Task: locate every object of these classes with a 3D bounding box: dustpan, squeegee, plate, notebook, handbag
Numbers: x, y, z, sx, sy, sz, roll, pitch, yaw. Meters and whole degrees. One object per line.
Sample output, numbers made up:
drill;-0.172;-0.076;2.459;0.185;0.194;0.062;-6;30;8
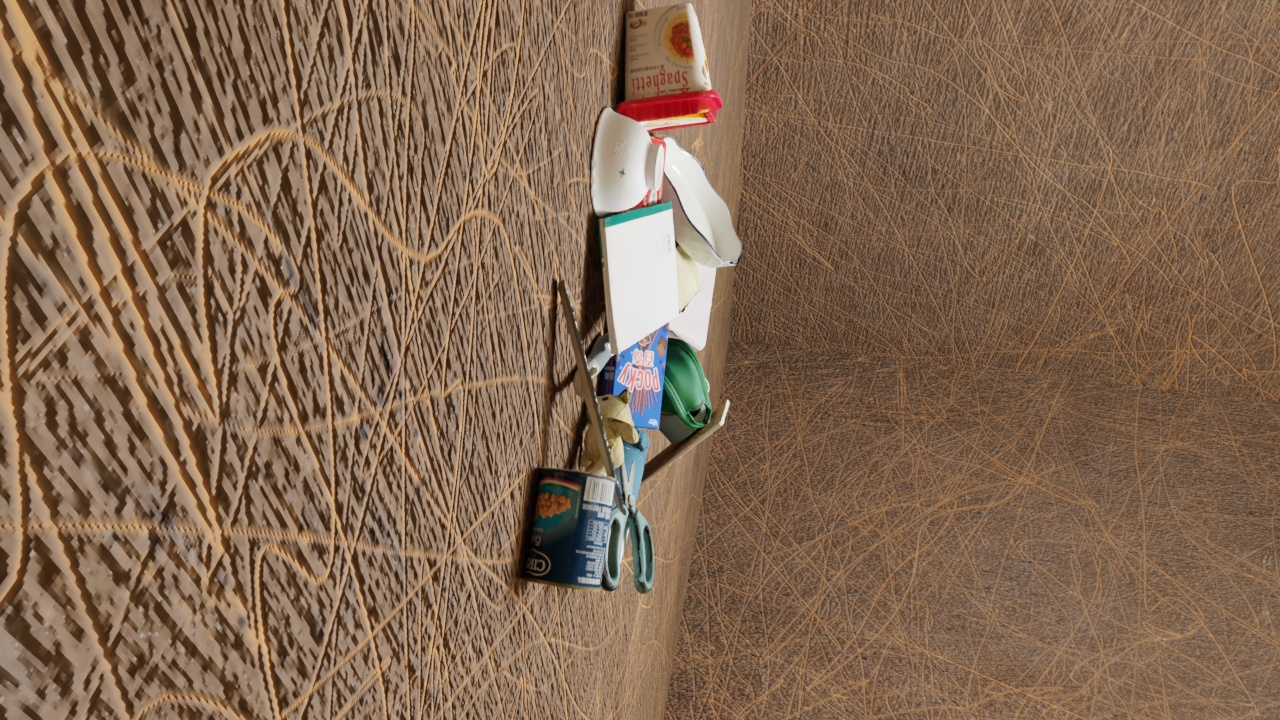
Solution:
dustpan;0.020;-0.111;1.484;0.273;0.139;0.222;41;52;-45
squeegee;-0.051;0.009;1.007;0.246;0.039;0.246;-76;153;-72
plate;0.072;-0.218;1.302;0.205;0.046;0.204;45;28;-33
notebook;0.004;-0.104;1.079;0.208;0.012;0.150;-33;121;-63
notebook;0.048;0.139;1.382;0.208;0.008;0.147;-39;-178;14
handbag;0.044;0.032;1.282;0.120;0.068;0.131;60;-18;-17

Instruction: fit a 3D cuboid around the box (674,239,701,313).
box;0.042;-0.116;1.278;0.168;0.079;0.091;-52;128;-68

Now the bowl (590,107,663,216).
bowl;-0.010;-0.214;1.002;0.118;0.065;0.118;8;89;-82

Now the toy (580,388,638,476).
toy;-0.049;0.101;1.042;0.105;0.066;0.156;-46;-163;44

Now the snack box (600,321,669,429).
snack box;-0.007;0.007;1.164;0.084;0.026;0.157;8;87;-41

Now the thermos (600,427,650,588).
thermos;-0.037;0.172;1.134;0.219;0.070;0.070;-74;167;-45

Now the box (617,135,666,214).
box;-0.005;-0.177;1.138;0.087;0.048;0.201;-29;126;-68

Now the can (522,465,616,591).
can;-0.067;0.161;0.887;0.075;0.075;0.111;60;37;-76

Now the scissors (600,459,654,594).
scissors;-0.021;0.198;1.050;0.177;0.019;0.174;-24;108;-66

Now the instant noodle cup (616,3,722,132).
instant noodle cup;0.031;-0.336;1.059;0.116;0.116;0.124;-39;123;-78

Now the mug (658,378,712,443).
mug;0.053;0.051;1.401;0.111;0.106;0.082;-44;-173;-25
